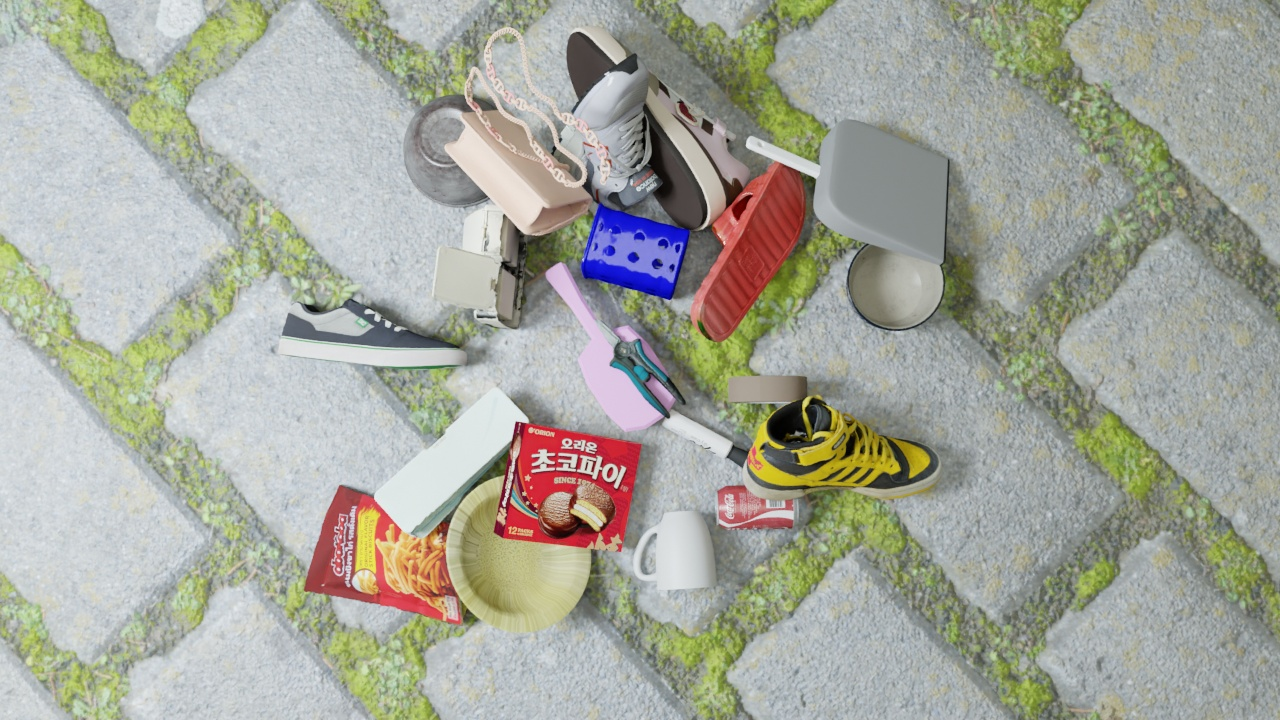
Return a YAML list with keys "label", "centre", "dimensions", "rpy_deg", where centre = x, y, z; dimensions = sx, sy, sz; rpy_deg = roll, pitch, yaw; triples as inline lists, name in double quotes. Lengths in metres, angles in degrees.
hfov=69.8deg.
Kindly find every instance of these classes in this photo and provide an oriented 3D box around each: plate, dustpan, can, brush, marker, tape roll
- label: "plate"
  centre: [-0.149, 0.232, 1.098]
  dimensions: [0.184, 0.036, 0.184]
  rpy_deg: [12, 65, -28]
- label: "dustpan"
  centre: [0.248, -0.219, 1.094]
  dimensions: [0.257, 0.033, 0.162]
  rpy_deg: [20, 60, -13]
- label: "can"
  centre: [0.139, 0.177, 1.109]
  dimensions: [0.096, 0.054, 0.054]
  rpy_deg: [-2, 86, 2]
- label: "brush"
  centre: [-0.044, -0.019, 1.133]
  dimensions: [0.089, 0.043, 0.228]
  rpy_deg: [-34, 86, 0]
- label: "marker"
  centre: [0.087, 0.099, 1.130]
  dimensions: [0.126, 0.025, 0.025]
  rpy_deg: [28, 88, 4]
- label: "tape roll"
  centre: [0.152, 0.035, 1.097]
  dimensions: [0.094, 0.094, 0.030]
  rpy_deg: [-1, 86, 2]

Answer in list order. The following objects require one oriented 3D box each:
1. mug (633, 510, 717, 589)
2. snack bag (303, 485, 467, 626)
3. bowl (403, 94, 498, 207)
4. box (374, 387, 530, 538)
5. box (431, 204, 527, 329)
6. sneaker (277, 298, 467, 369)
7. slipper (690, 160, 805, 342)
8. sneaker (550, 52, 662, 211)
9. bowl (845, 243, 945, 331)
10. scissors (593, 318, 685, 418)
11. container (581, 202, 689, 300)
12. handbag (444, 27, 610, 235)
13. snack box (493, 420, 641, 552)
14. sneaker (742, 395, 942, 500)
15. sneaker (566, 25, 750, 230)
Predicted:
- label: "mug"
  centre: [0.037, 0.230, 1.109]
  dimensions: [0.107, 0.071, 0.089]
  rpy_deg: [-11, 76, 29]
- label: "snack bag"
  centre: [-0.302, 0.244, 1.132]
  dimensions: [0.208, 0.066, 0.139]
  rpy_deg: [14, 92, 12]
- label: "bowl"
  centre: [-0.233, -0.270, 1.145]
  dimensions: [0.145, 0.067, 0.145]
  rpy_deg: [0, 86, 2]
- label: "box"
  centre: [-0.222, 0.122, 1.102]
  dimensions: [0.198, 0.072, 0.086]
  rpy_deg: [-44, 48, -12]
- label: "box"
  centre: [-0.194, -0.118, 1.081]
  dimensions: [0.081, 0.181, 0.143]
  rpy_deg: [3, 83, 9]
- label: "sneaker"
  centre: [-0.326, -0.033, 1.128]
  dimensions: [0.235, 0.084, 0.079]
  rpy_deg: [7, 86, 6]
- label: "slipper"
  centre: [0.123, -0.135, 1.110]
  dimensions: [0.059, 0.103, 0.248]
  rpy_deg: [17, 71, 44]
- label: "sneaker"
  centre: [-0.021, -0.248, 1.067]
  dimensions: [0.088, 0.240, 0.124]
  rpy_deg: [-42, 95, -23]
- label: "bowl"
  centre: [0.304, -0.090, 1.117]
  dimensions: [0.115, 0.059, 0.115]
  rpy_deg: [0, 86, 2]
- label: "scissors"
  centre: [-0.008, 0.012, 1.098]
  dimensions: [0.130, 0.019, 0.135]
  rpy_deg: [4, 84, 3]
- label: "container"
  centre: [-0.005, -0.130, 1.120]
  dimensions: [0.113, 0.084, 0.085]
  rpy_deg: [16, 85, 2]
- label: "handbag"
  centre: [-0.099, -0.247, 1.033]
  dimensions: [0.199, 0.116, 0.188]
  rpy_deg: [47, 127, 8]
- label: "snack box"
  centre: [-0.085, 0.151, 1.093]
  dimensions: [0.152, 0.036, 0.132]
  rpy_deg: [13, 86, -27]
- label: "sneaker"
  centre: [0.241, 0.099, 1.060]
  dimensions: [0.238, 0.122, 0.086]
  rpy_deg: [-4, 50, -4]
- label: "sneaker"
  centre: [0.030, -0.306, 1.132]
  dimensions: [0.116, 0.112, 0.294]
  rpy_deg: [-34, 81, -27]
